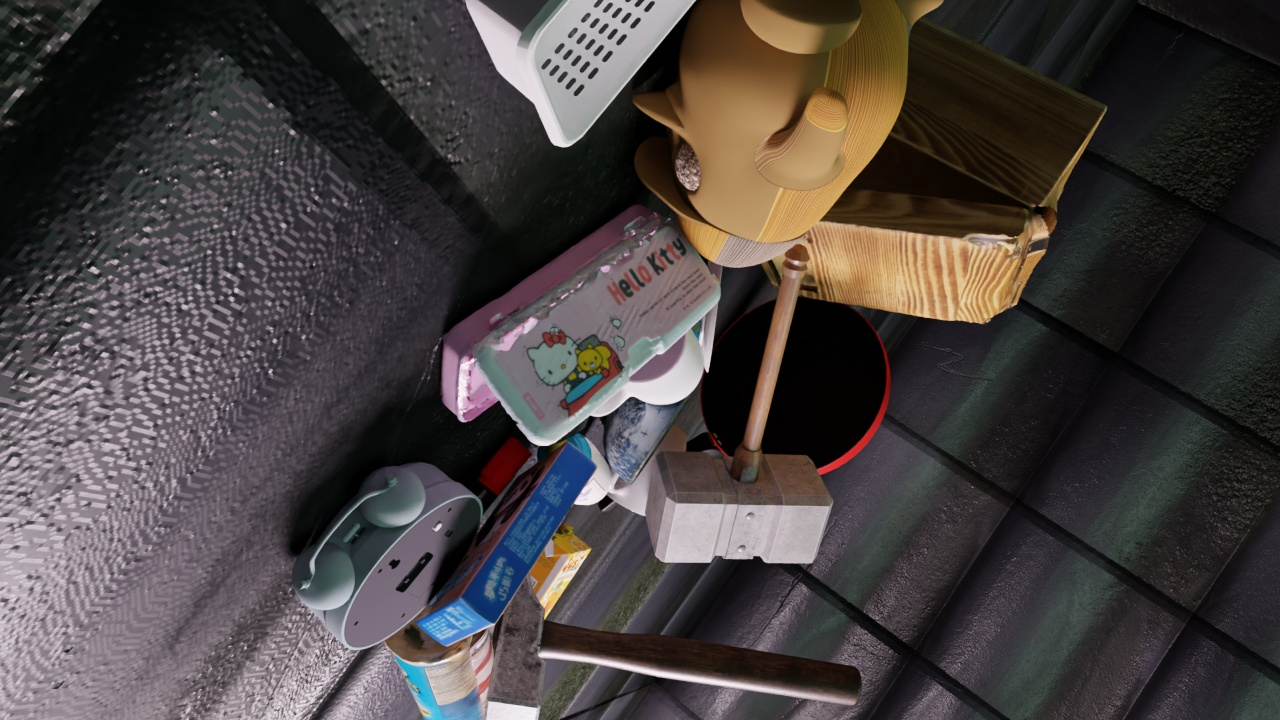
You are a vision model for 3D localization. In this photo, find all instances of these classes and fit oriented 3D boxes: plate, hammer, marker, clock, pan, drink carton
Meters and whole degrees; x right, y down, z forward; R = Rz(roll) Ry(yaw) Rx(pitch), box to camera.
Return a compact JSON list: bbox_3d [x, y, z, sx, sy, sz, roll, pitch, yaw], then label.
[{"bbox_3d":[0.062,-0.057,0.818,0.134,0.011,0.134,11,86,-87],"label":"plate"},{"bbox_3d":[0.032,0.218,0.772,0.217,0.300,0.037,-85,-175,-52],"label":"hammer"},{"bbox_3d":[-0.137,0.120,0.693,0.144,0.021,0.023,-50,132,-14],"label":"marker"},{"bbox_3d":[0.110,0.041,0.841,0.082,0.162,0.318,-107,-157,-59],"label":"hammer"},{"bbox_3d":[-0.163,0.121,0.590,0.122,0.045,0.159,-51,161,-13],"label":"clock"},{"bbox_3d":[0.108,0.071,1.013,0.356,0.208,0.067,-36,146,10],"label":"pan"},{"bbox_3d":[-0.104,0.226,0.933,0.122,0.041,0.058,-57,162,5],"label":"drink carton"}]

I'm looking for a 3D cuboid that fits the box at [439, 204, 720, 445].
[{"bbox_3d":[-0.028,-0.022,0.597,0.201,0.095,0.088,-40,155,-38],"label":"box"}]

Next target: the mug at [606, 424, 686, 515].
[{"bbox_3d":[0.001,0.105,0.944,0.089,0.071,0.107,-61,156,8],"label":"mug"}]

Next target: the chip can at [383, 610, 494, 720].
[{"bbox_3d":[-0.163,0.254,0.780,0.079,0.080,0.230,-45,160,-29],"label":"chip can"}]

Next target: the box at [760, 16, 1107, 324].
[{"bbox_3d":[0.244,-0.133,0.827,0.215,0.257,0.279,-57,162,-1],"label":"box"}]

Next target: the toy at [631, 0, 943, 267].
[{"bbox_3d":[0.073,-0.151,0.579,0.204,0.162,0.198,109,-16,-46],"label":"toy"}]

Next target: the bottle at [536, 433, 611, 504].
[{"bbox_3d":[-0.059,0.089,0.785,0.051,0.051,0.146,-52,162,-10],"label":"bottle"}]

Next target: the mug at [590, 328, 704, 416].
[{"bbox_3d":[-0.004,0.004,0.750,0.110,0.074,0.090,-42,162,0],"label":"mug"}]

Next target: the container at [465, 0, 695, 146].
[{"bbox_3d":[-0.022,-0.172,0.415,0.129,0.049,0.081,-52,162,-9],"label":"container"}]

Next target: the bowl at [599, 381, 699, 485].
[{"bbox_3d":[-0.001,0.050,0.839,0.114,0.061,0.114,-55,176,-7],"label":"bowl"}]

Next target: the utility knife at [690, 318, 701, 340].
[{"bbox_3d":[0.044,-0.038,0.885,0.031,0.015,0.173,-61,161,4],"label":"utility knife"}]

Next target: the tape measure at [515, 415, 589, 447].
[{"bbox_3d":[-0.062,0.030,0.689,0.072,0.042,0.072,-28,151,-50],"label":"tape measure"}]

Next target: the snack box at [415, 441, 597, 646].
[{"bbox_3d":[-0.098,0.135,0.680,0.087,0.034,0.150,-38,-166,48],"label":"snack box"}]
